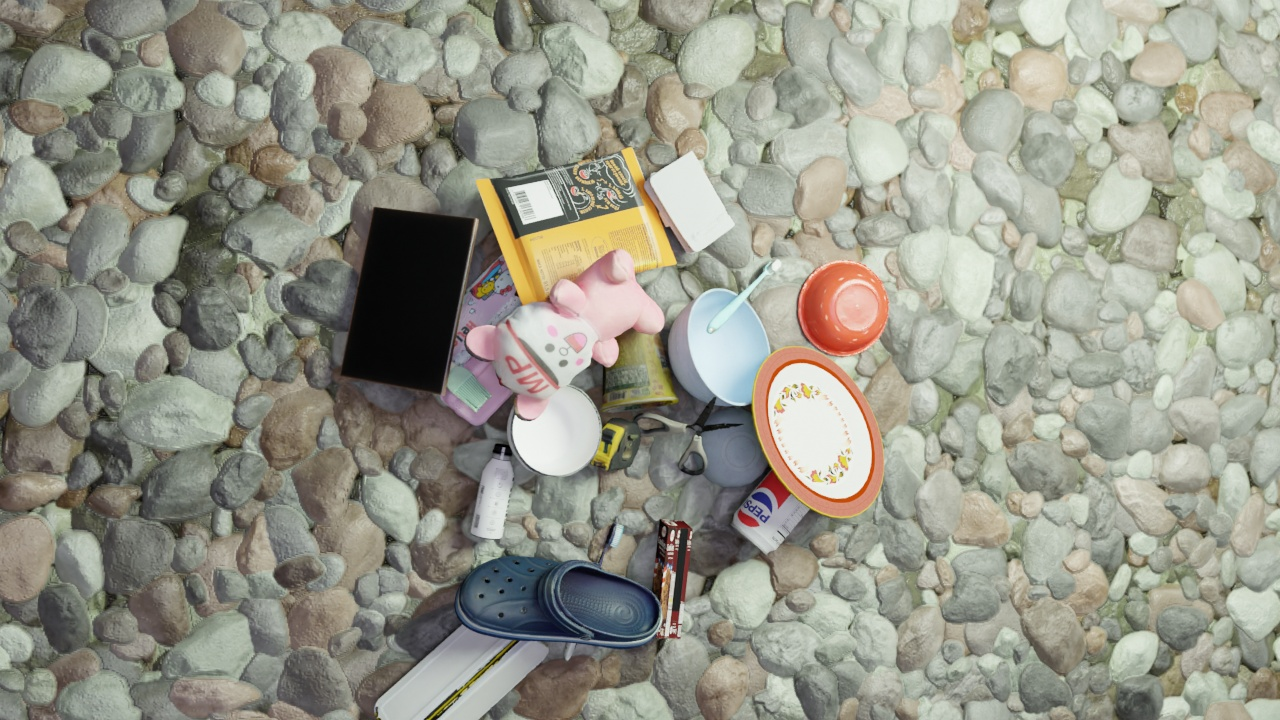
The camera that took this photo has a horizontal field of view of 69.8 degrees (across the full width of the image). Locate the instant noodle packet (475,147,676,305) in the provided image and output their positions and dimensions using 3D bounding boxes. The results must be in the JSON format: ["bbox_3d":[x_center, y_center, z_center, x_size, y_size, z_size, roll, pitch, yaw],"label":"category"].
[{"bbox_3d":[-0.072,-0.165,1.116,0.220,0.032,0.160,-20,87,-29],"label":"instant noodle packet"}]

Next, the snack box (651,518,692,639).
[{"bbox_3d":[0.038,0.280,1.179,0.031,0.051,0.141,6,91,-11],"label":"snack box"}]

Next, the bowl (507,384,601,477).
[{"bbox_3d":[-0.112,0.085,1.126,0.116,0.066,0.116,2,85,-24],"label":"bowl"}]

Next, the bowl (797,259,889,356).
[{"bbox_3d":[0.277,-0.069,1.214,0.130,0.045,0.130,0,93,-11],"label":"bowl"}]

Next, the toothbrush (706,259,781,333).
[{"bbox_3d":[0.130,-0.081,1.151,0.180,0.017,0.016,-44,105,-40],"label":"toothbrush"}]

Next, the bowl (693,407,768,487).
[{"bbox_3d":[0.125,0.116,1.195,0.106,0.039,0.106,0,92,-11],"label":"bowl"}]

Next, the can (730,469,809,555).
[{"bbox_3d":[0.183,0.182,1.193,0.070,0.070,0.132,42,84,-10],"label":"can"}]

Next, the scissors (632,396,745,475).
[{"bbox_3d":[0.059,0.092,1.145,0.169,0.158,0.012,13,48,24],"label":"scissors"}]

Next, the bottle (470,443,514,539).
[{"bbox_3d":[-0.181,0.161,1.137,0.041,0.041,0.116,11,90,-11],"label":"bottle"}]

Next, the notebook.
[{"bbox_3d":[-0.274,-0.073,1.085,0.141,0.008,0.209,9,87,18],"label":"notebook"}]

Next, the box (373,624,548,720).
[{"bbox_3d":[-0.222,0.400,1.150,0.210,0.080,0.084,-41,59,-8],"label":"box"}]

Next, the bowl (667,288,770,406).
[{"bbox_3d":[0.087,-0.009,1.153,0.150,0.075,0.150,16,67,-40],"label":"bowl"}]

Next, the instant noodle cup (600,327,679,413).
[{"bbox_3d":[-0.007,0.006,1.142,0.102,0.102,0.108,-6,83,-11],"label":"instant noodle cup"}]

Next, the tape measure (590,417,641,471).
[{"bbox_3d":[-0.025,0.105,1.153,0.038,0.067,0.062,18,96,31],"label":"tape measure"}]

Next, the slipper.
[{"bbox_3d":[-0.094,0.283,1.110,0.252,0.095,0.104,10,52,-8],"label":"slipper"}]

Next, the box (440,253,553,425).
[{"bbox_3d":[-0.182,-0.031,1.133,0.201,0.103,0.101,-48,139,-6],"label":"box"}]

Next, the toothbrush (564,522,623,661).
[{"bbox_3d":[-0.061,0.298,1.180,0.017,0.016,0.189,22,88,-21],"label":"toothbrush"}]

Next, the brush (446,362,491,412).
[{"bbox_3d":[-0.259,-0.020,1.087,0.217,0.012,0.033,42,84,15],"label":"brush"}]

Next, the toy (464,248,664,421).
[{"bbox_3d":[-0.084,-0.034,1.056,0.213,0.084,0.142,-38,131,-6],"label":"toy"}]

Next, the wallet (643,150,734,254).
[{"bbox_3d":[0.062,-0.199,1.175,0.086,0.032,0.116,-32,97,-23],"label":"wallet"}]

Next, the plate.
[{"bbox_3d":[0.224,0.091,1.170,0.229,0.021,0.229,18,57,-31],"label":"plate"}]
